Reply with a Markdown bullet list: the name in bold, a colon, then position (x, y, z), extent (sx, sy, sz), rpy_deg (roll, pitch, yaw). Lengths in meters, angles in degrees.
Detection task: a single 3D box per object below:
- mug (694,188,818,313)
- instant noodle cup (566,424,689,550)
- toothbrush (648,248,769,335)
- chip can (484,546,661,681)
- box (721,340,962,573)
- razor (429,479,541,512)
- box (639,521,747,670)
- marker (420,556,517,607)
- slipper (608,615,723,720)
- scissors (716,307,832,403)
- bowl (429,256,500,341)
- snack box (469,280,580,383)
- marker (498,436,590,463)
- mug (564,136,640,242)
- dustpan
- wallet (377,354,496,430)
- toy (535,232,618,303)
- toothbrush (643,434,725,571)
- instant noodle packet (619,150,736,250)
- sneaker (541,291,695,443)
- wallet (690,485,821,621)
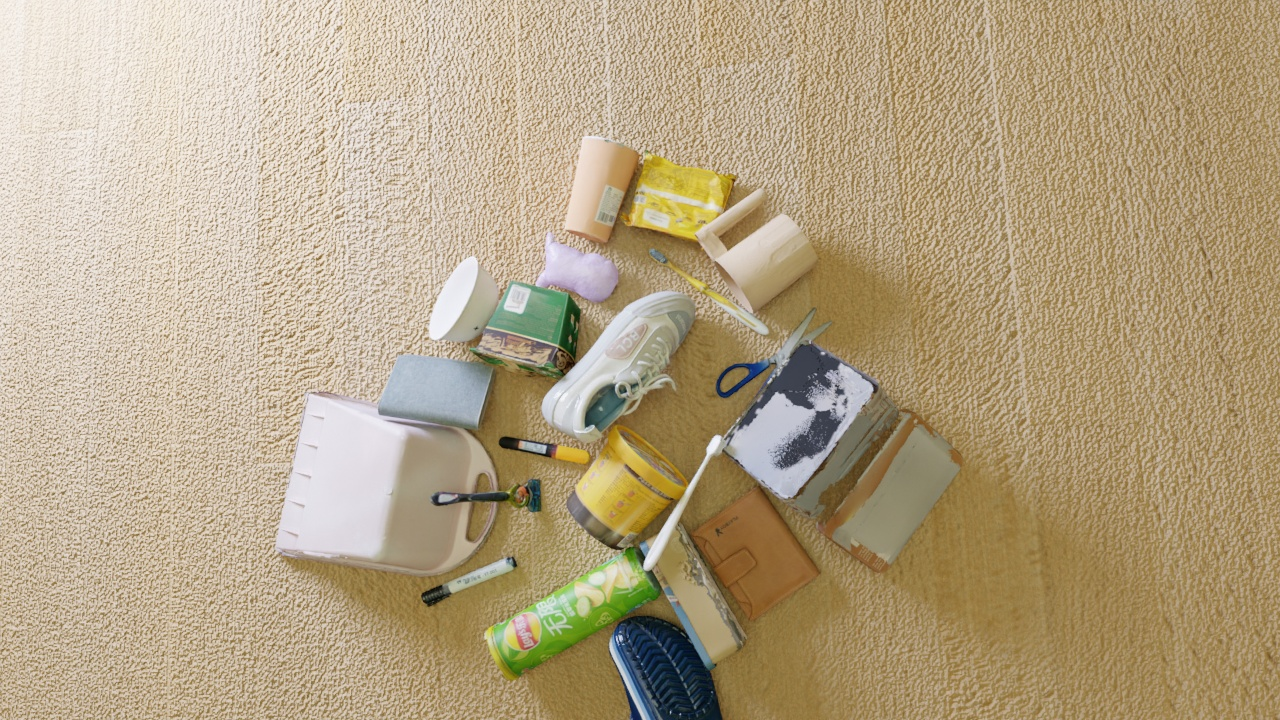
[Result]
- **mug**: position (0.145, -0.138, 1.145), extent (0.103, 0.084, 0.124), rpy_deg (-36, 92, 0)
- **instant noodle cup**: position (-0.020, 0.159, 1.121), extent (0.118, 0.118, 0.114), rpy_deg (40, 96, 10)
- **toothbrush**: position (0.087, -0.090, 1.183), extent (0.191, 0.018, 0.016), rpy_deg (36, 92, 10)
- **chip can**: position (-0.080, 0.309, 1.128), extent (0.221, 0.072, 0.072), rpy_deg (-31, 80, 3)
- **box**: position (0.236, 0.110, 1.115), extent (0.226, 0.156, 0.180), rpy_deg (37, 89, -32)
- **razor**: position (-0.192, 0.171, 1.153), extent (0.142, 0.022, 0.042), rpy_deg (2, 79, -22)
- **box**: position (0.067, 0.285, 1.103), extent (0.059, 0.090, 0.184), rpy_deg (-29, 75, 2)
- **marker**: position (-0.219, 0.284, 1.177), extent (0.131, 0.018, 0.022), rpy_deg (-22, 89, 5)
- **slipper**: position (0.038, 0.428, 1.092), extent (0.095, 0.105, 0.252), rpy_deg (-48, 59, 40)
- **scissors**: position (0.165, -0.002, 1.166), extent (0.141, 0.012, 0.171), rpy_deg (12, 83, 8)
- **bowl**: position (-0.216, -0.067, 1.189), extent (0.064, 0.118, 0.118), rpy_deg (28, 86, -29)
- **snack box**: position (-0.134, -0.037, 1.158), extent (0.118, 0.117, 0.105), rpy_deg (13, 81, 10)
- **marker**: position (-0.125, 0.115, 1.188), extent (0.124, 0.015, 0.018), rpy_deg (9, 83, 11)
- **mug**: position (-0.054, -0.219, 1.192), extent (0.078, 0.078, 0.122), rpy_deg (16, 90, 9)
- **dustpan**: position (-0.331, 0.174, 1.210), extent (0.274, 0.138, 0.222), rpy_deg (9, 85, 36)
- **wallet**: position (-0.260, 0.039, 1.186), extent (0.130, 0.037, 0.106), rpy_deg (8, 48, 2)
- **toy**: position (-0.082, -0.112, 1.198), extent (0.108, 0.039, 0.084), rpy_deg (17, 100, 4)
- **toothbrush**: position (0.052, 0.168, 1.080), extent (0.016, 0.016, 0.180), rpy_deg (24, 80, 42)
- **instant noodle packet**: position (0.048, -0.207, 1.190), extent (0.128, 0.044, 0.110), rpy_deg (17, 79, 5)
- **sneaker**: position (-0.007, 0.007, 1.113), extent (0.241, 0.089, 0.091), rpy_deg (-44, 43, -18)
- **wallet**: position (0.140, 0.238, 1.131), extent (0.108, 0.031, 0.132), rpy_deg (-35, 79, 0)
